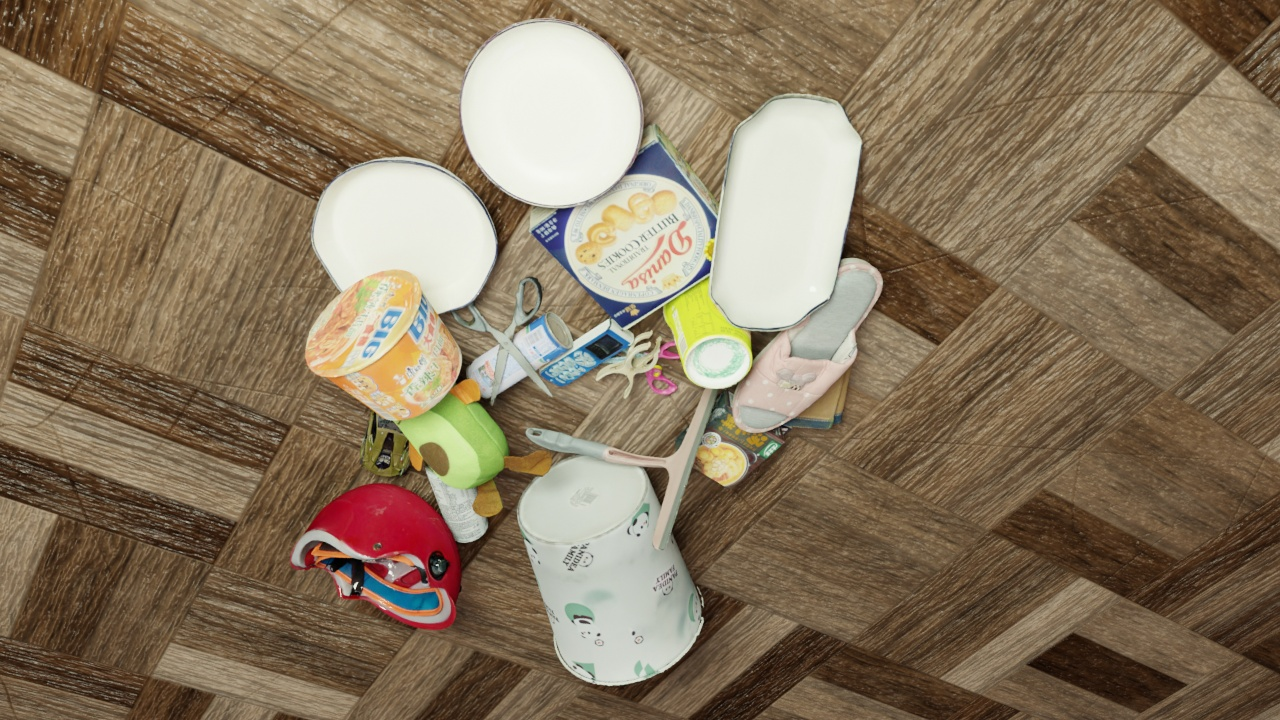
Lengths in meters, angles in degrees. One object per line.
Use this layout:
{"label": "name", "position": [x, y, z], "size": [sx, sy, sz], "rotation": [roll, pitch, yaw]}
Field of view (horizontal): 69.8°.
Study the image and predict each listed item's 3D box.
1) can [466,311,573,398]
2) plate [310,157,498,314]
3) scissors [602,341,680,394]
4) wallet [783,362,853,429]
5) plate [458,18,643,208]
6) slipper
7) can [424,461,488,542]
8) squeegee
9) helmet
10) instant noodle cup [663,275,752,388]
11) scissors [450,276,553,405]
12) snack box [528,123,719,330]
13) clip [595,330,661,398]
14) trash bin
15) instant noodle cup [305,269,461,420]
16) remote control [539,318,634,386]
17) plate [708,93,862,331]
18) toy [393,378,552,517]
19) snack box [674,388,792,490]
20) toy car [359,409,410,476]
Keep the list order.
{"label": "can", "position": [-0.153, -0.005, 1.152], "size": [0.135, 0.053, 0.053], "rotation": [-31, 123, 19]}
{"label": "plate", "position": [-0.265, -0.141, 1.046], "size": [0.205, 0.045, 0.205], "rotation": [-2, 127, -3]}
{"label": "scissors", "position": [0.007, -0.006, 1.188], "size": [0.133, 0.017, 0.119], "rotation": [36, 121, -23]}
{"label": "wallet", "position": [0.234, 0.037, 1.226], "size": [0.090, 0.033, 0.115], "rotation": [2, 124, -4]}
{"label": "plate", "position": [-0.091, -0.256, 0.955], "size": [0.192, 0.039, 0.193], "rotation": [3, 118, 5]}
{"label": "slipper", "position": [0.207, -0.005, 1.135], "size": [0.114, 0.054, 0.275], "rotation": [18, 121, -26]}
{"label": "can", "position": [-0.258, 0.189, 1.293], "size": [0.058, 0.058, 0.147], "rotation": [-8, 128, 2]}
{"label": "squeegee", "position": [-0.040, 0.121, 1.220], "size": [0.250, 0.247, 0.040], "rotation": [9, 149, 23]}
{"label": "helmet", "position": [-0.344, 0.263, 1.286], "size": [0.207, 0.143, 0.240], "rotation": [-18, 130, 38]}
{"label": "instant noodle cup", "position": [0.087, -0.032, 1.103], "size": [0.111, 0.123, 0.112], "rotation": [-2, 128, -2]}
{"label": "scissors", "position": [-0.160, -0.026, 1.115], "size": [0.160, 0.014, 0.178], "rotation": [-41, 94, 23]}
{"label": "snack box", "position": [-0.002, -0.148, 1.057], "size": [0.178, 0.045, 0.182], "rotation": [-32, 122, 20]}
{"label": "clip", "position": [-0.011, 0.004, 1.170], "size": [0.070, 0.034, 0.100], "rotation": [32, 126, -16]}
{"label": "trash bin", "position": [-0.049, 0.280, 1.285], "size": [0.230, 0.229, 0.252], "rotation": [-13, 121, 6]}
{"label": "instant noodle cup", "position": [-0.281, -0.011, 1.033], "size": [0.151, 0.151, 0.111], "rotation": [-22, 134, 13]}
{"label": "remote control", "position": [-0.071, -0.010, 1.164], "size": [0.125, 0.024, 0.049], "rotation": [-30, 140, 25]}
{"label": "plate", "position": [0.154, -0.162, 1.021], "size": [0.162, 0.034, 0.266], "rotation": [-2, 113, -18]}
{"label": "toy", "position": [-0.238, 0.088, 1.146], "size": [0.246, 0.089, 0.228], "rotation": [43, 130, -4]}
{"label": "snack box", "position": [0.130, 0.113, 1.269], "size": [0.125, 0.053, 0.113], "rotation": [32, 120, -19]}
{"label": "toy car", "position": [-0.332, 0.093, 1.227], "size": [0.070, 0.042, 0.158], "rotation": [13, 123, -14]}
